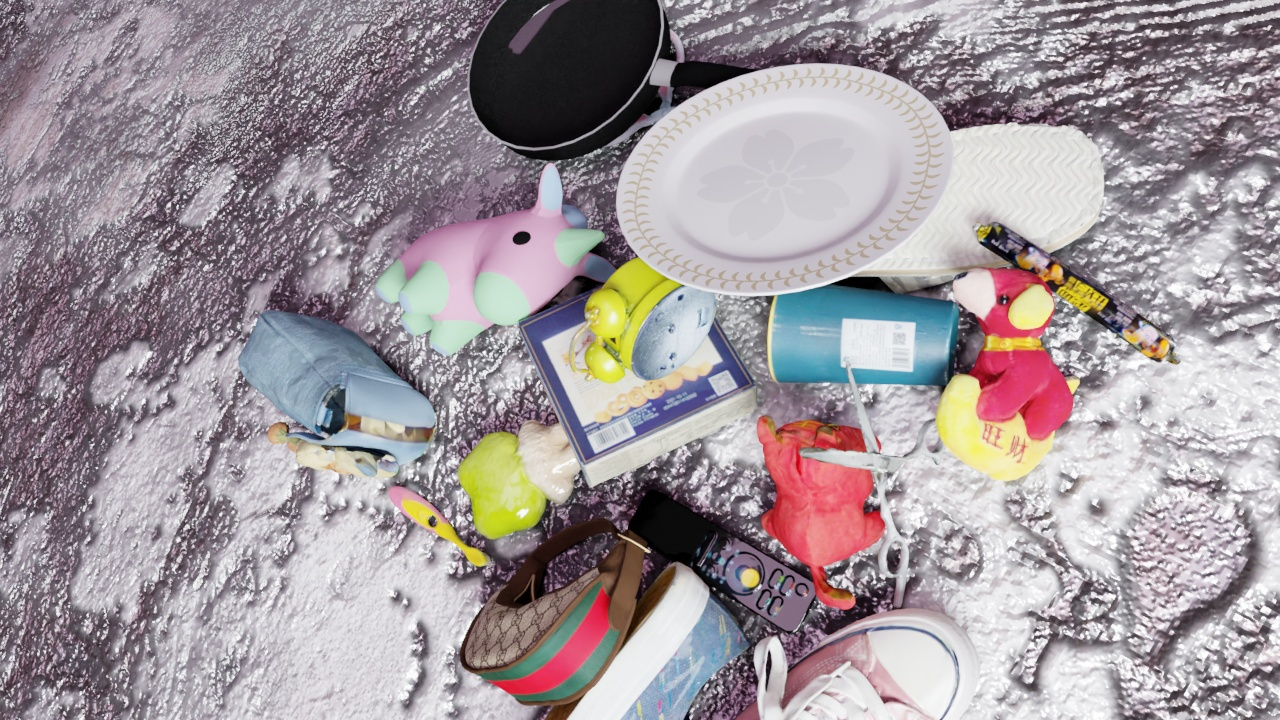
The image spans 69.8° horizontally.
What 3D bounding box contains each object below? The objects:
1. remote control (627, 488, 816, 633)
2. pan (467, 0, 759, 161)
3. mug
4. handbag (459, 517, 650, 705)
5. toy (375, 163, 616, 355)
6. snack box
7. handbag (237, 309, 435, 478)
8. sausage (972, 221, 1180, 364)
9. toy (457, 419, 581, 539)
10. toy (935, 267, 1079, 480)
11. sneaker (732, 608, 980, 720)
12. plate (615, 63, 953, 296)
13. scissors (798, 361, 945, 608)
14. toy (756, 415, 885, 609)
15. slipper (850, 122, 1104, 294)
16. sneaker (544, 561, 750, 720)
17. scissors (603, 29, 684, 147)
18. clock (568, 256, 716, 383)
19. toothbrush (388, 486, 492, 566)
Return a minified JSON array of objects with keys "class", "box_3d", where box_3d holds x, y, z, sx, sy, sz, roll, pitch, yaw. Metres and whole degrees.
[{"class":"remote control","box_3d":[0.058,0.145,0.672,0.152,0.020,0.041,27,84,31]},{"class":"pan","box_3d":[-0.004,-0.260,0.828,0.356,0.044,0.204,19,82,28]},{"class":"mug","box_3d":[0.159,-0.017,0.652,0.121,0.078,0.078,6,74,24]},{"class":"handbag","box_3d":[-0.058,0.174,0.665,0.167,0.063,0.138,-28,30,50]},{"class":"toy","box_3d":[-0.135,-0.085,0.811,0.171,0.120,0.222,-42,31,-16]},{"class":"snack box","box_3d":[-0.004,0.004,0.719,0.144,0.043,0.145,-24,59,-6]},{"class":"handbag","box_3d":[-0.284,0.038,0.831,0.192,0.121,0.119,33,98,33]},{"class":"sausage","box_3d":[0.286,-0.047,0.603,0.155,0.020,0.020,38,90,12]},{"class":"toy","box_3d":[-0.094,0.091,0.756,0.118,0.043,0.092,-33,57,9]},{"class":"toy","box_3d":[0.241,0.010,0.594,0.067,0.105,0.137,179,97,-68]},{"class":"sneaker","box_3d":[0.100,0.236,0.574,0.241,0.088,0.118,-40,58,9]},{"class":"plate","box_3d":[0.101,-0.135,0.671,0.243,0.016,0.242,-10,51,12]},{"class":"scissors","box_3d":[0.158,0.081,0.600,0.014,0.141,0.175,4,105,54]},{"class":"toy","box_3d":[0.114,0.099,0.617,0.088,0.094,0.132,-9,69,24]},{"class":"slipper","box_3d":[0.192,-0.108,0.680,0.273,0.054,0.114,-7,71,20]},{"class":"sneaker","box_3d":[-0.013,0.255,0.644,0.079,0.087,0.235,36,93,-2]},{"class":"scissors","box_3d":[0.016,-0.244,0.846,0.171,0.014,0.168,10,76,30]},{"class":"clock","box_3d":[-0.001,-0.026,0.658,0.118,0.083,0.057,-30,54,-28]},{"class":"toothbrush","box_3d":[-0.175,0.143,0.795,0.135,0.016,0.021,27,86,34]}]
